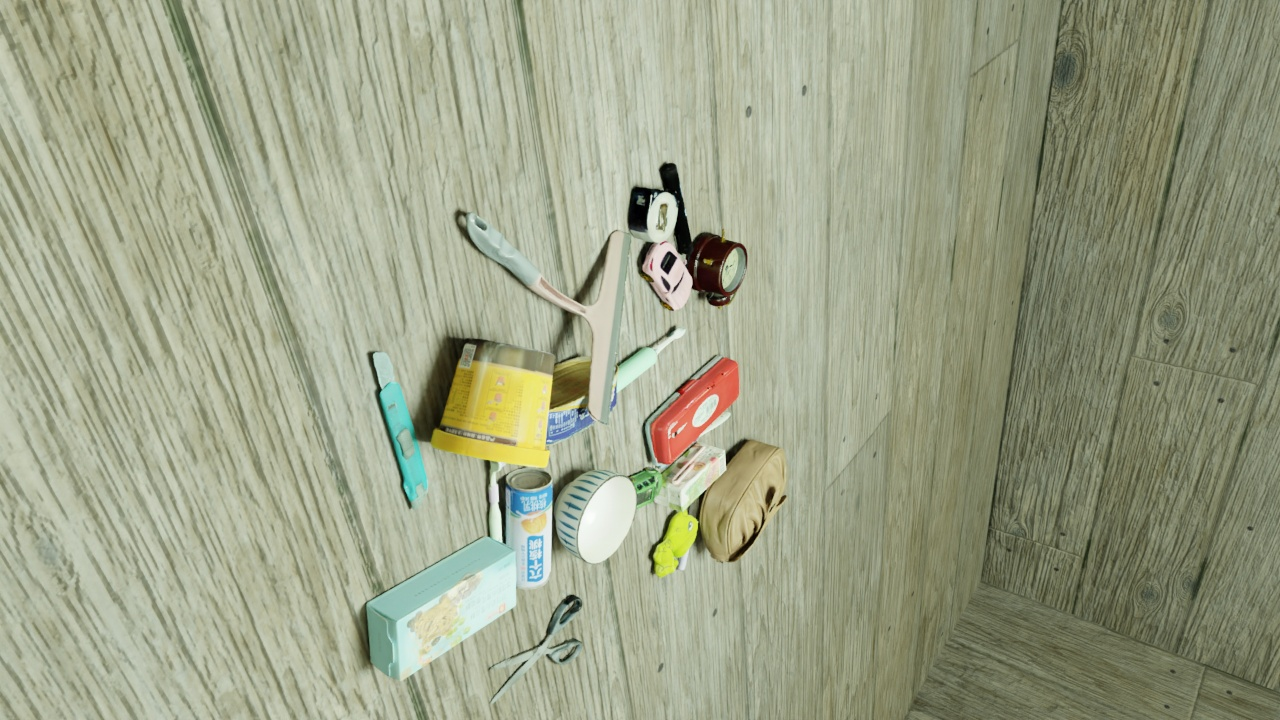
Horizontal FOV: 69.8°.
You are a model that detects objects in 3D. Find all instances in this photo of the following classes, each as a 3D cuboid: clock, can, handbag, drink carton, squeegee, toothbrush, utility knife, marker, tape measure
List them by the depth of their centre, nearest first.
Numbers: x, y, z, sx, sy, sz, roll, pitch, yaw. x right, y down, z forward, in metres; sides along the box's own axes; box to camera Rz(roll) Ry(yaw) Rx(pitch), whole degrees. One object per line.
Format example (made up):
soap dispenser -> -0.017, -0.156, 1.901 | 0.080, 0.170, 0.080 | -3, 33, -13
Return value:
utility knife -> -0.233, 0.070, 0.893 | 0.029, 0.013, 0.187 | -39, 135, -40
squeegee -> -0.106, -0.087, 0.976 | 0.249, 0.040, 0.247 | 36, 53, -46
can -> -0.084, 0.044, 1.045 | 0.147, 0.075, 0.049 | -30, 132, -45
toothbrush -> -0.162, 0.191, 1.047 | 0.020, 0.029, 0.190 | -2, 113, -11
can -> -0.130, 0.196, 1.065 | 0.053, 0.053, 0.135 | -23, 123, -49
tape measure -> 0.016, -0.178, 1.126 | 0.065, 0.034, 0.066 | -10, 113, -52
marker -> 0.047, -0.193, 1.179 | 0.022, 0.020, 0.132 | -29, 133, -14
toothbrush -> -0.007, 0.007, 1.184 | 0.223, 0.027, 0.026 | -38, 104, -41
clock -> 0.110, -0.123, 1.268 | 0.082, 0.055, 0.122 | -58, 146, -21
drink carton -> 0.073, 0.168, 1.350 | 0.122, 0.054, 0.045 | -35, 130, -44
toothbrush -> 0.082, 0.118, 1.375 | 0.187, 0.016, 0.017 | -30, 136, -46
toothbrush -> 0.084, 0.240, 1.433 | 0.021, 0.029, 0.189 | 11, 99, -16
handbag -> 0.172, 0.225, 1.474 | 0.203, 0.100, 0.148 | -42, 141, -44

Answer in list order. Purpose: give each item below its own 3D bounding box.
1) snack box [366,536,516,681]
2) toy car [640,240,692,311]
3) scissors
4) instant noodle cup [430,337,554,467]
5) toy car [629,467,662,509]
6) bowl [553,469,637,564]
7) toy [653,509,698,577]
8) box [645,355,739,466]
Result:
snack box -> -0.208, 0.261, 0.982 | 0.174, 0.052, 0.074 | -24, 123, -49
toy car -> 0.039, -0.109, 1.189 | 0.056, 0.037, 0.122 | -60, 146, -15
scissors -> -0.129, 0.376, 1.191 | 0.177, 0.014, 0.159 | -58, 142, -17
instant noodle cup -> -0.142, 0.041, 0.926 | 0.118, 0.119, 0.114 | 15, 85, -57
toy car -> 0.002, 0.179, 1.269 | 0.091, 0.036, 0.043 | -20, 119, -55
bowl -> -0.065, 0.188, 1.146 | 0.116, 0.066, 0.117 | -28, 127, -46
toy -> 0.053, 0.277, 1.391 | 0.099, 0.031, 0.097 | -36, 132, -37
box -> 0.075, 0.072, 1.329 | 0.200, 0.047, 0.087 | -40, 135, -40
